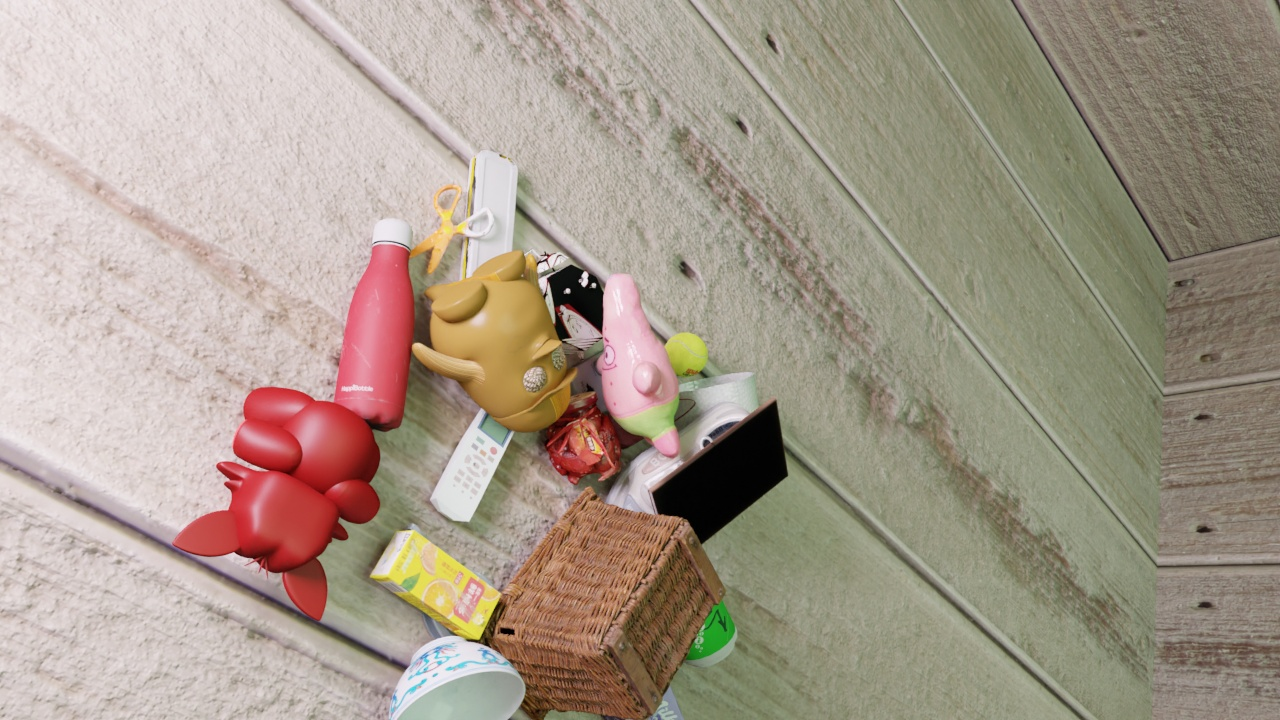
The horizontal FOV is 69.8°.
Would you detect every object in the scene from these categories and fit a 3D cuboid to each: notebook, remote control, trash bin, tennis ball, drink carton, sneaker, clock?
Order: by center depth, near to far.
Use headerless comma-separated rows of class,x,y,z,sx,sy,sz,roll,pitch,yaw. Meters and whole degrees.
drink carton,-0.216,0.242,0.985,0.134,0.043,0.058,45,53,-27
remote control,-0.199,0.124,1.081,0.049,0.024,0.143,42,49,-24
notebook,0.105,0.155,1.168,0.208,0.008,0.141,-34,131,-23
clock,-0.103,-0.080,1.196,0.154,0.065,0.114,47,52,-27
sneaker,0.054,0.145,1.203,0.242,0.091,0.089,-39,103,-5
remote control,-0.039,0.021,1.265,0.150,0.019,0.074,-30,101,-44
trash bin,0.115,0.109,1.321,0.133,0.134,0.161,-16,96,-45
tennis ball,0.066,-0.008,1.340,0.065,0.065,0.065,13,71,-41

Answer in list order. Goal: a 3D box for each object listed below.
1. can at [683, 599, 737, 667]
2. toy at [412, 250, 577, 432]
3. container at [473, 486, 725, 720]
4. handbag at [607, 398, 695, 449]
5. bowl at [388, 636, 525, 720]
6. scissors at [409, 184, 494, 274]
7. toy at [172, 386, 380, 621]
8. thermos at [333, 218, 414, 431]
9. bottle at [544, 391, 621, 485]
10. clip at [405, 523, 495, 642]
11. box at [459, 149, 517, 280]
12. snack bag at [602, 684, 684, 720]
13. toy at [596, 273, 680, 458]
can,0.068,0.336,1.242,0.087,0.088,0.140,-36,105,-43
toy,-0.150,-0.007,1.064,0.198,0.163,0.203,-45,119,-37
container,-0.032,0.291,1.069,0.249,0.184,0.162,-50,125,-39
handbag,0.019,0.077,1.251,0.119,0.029,0.055,-20,93,-1
bowl,-0.203,0.343,0.973,0.143,0.144,0.074,15,30,-41
scissors,-0.226,-0.150,1.110,0.097,0.012,0.133,21,68,-12
toy,-0.336,0.128,0.885,0.158,0.121,0.196,43,44,-31
thermos,-0.285,-0.044,1.007,0.073,0.073,0.239,18,67,-40
bottle,-0.074,0.102,1.159,0.098,0.099,0.111,-22,99,-45
clip,-0.211,0.244,1.040,0.167,0.028,0.127,54,48,-22
box,-0.190,-0.165,1.159,0.064,0.033,0.209,15,69,-38
snack bag,0.013,0.488,1.174,0.096,0.059,0.205,-25,95,-47
toy,-0.007,0.007,1.153,0.096,0.192,0.237,-16,98,-15
